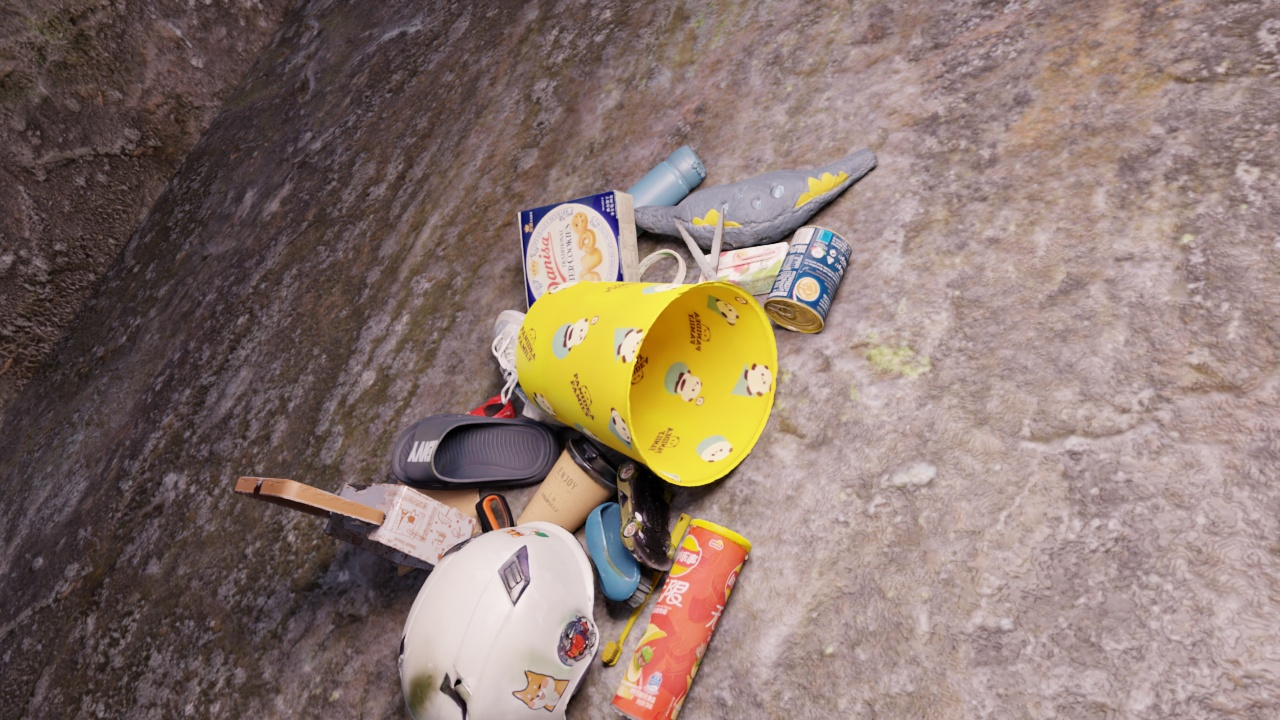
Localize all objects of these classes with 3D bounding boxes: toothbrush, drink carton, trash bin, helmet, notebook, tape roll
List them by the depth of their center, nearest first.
[{"bbox_3d":[-0.177,0.311,1.023,0.230,0.156,0.274,11,85,40],"label":"helmet"},{"bbox_3d":[0.007,0.259,1.050,0.016,0.016,0.190,17,71,44],"label":"toothbrush"},{"bbox_3d":[-0.007,0.006,1.103,0.256,0.229,0.229,14,70,48],"label":"trash bin"},{"bbox_3d":[0.139,-0.116,1.196,0.123,0.045,0.053,-5,57,34],"label":"drink carton"},{"bbox_3d":[0.025,-0.119,1.308,0.086,0.014,0.085,-20,51,25],"label":"tape roll"},{"bbox_3d":[-0.297,0.190,1.334,0.150,0.012,0.211,-30,46,18],"label":"notebook"}]

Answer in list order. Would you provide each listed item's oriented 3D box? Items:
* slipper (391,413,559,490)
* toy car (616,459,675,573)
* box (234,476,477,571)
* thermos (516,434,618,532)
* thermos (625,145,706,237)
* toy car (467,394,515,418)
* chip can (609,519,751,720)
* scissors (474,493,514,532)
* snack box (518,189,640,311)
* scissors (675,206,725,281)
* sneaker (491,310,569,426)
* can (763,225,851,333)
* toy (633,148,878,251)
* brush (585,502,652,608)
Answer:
[{"bbox_3d":[-0.243,0.120,1.260,0.269,0.083,0.110,-3,74,24],"label":"slipper"},{"bbox_3d":[0.003,0.179,1.058,0.042,0.070,0.157,-38,31,23],"label":"toy car"},{"bbox_3d":[-0.364,0.193,1.173,0.177,0.260,0.082,-6,59,48],"label":"box"},{"bbox_3d":[-0.087,0.166,1.142,0.143,0.093,0.093,-49,44,7],"label":"thermos"},{"bbox_3d":[0.002,-0.231,1.369,0.220,0.070,0.070,-40,44,6],"label":"thermos"},{"bbox_3d":[-0.233,0.090,1.332,0.106,0.031,0.049,-32,47,2],"label":"toy car"},{"bbox_3d":[0.043,0.279,0.971,0.073,0.073,0.216,13,69,42],"label":"chip can"},{"bbox_3d":[-0.181,0.274,1.178,0.205,0.021,0.224,-28,56,23],"label":"scissors"},{"bbox_3d":[-0.088,-0.138,1.324,0.183,0.045,0.178,-6,89,34],"label":"snack box"},{"bbox_3d":[0.094,-0.107,1.183,0.159,0.014,0.181,29,115,23],"label":"scissors"},{"bbox_3d":[-0.170,0.010,1.291,0.242,0.090,0.090,49,125,42],"label":"sneaker"},{"bbox_3d":[0.204,-0.099,1.113,0.075,0.075,0.111,9,65,40],"label":"can"},{"bbox_3d":[0.135,-0.205,1.229,0.357,0.091,0.137,-9,37,27],"label":"toy"},{"bbox_3d":[-0.032,0.217,1.059,0.055,0.073,0.143,-38,34,14],"label":"brush"}]
